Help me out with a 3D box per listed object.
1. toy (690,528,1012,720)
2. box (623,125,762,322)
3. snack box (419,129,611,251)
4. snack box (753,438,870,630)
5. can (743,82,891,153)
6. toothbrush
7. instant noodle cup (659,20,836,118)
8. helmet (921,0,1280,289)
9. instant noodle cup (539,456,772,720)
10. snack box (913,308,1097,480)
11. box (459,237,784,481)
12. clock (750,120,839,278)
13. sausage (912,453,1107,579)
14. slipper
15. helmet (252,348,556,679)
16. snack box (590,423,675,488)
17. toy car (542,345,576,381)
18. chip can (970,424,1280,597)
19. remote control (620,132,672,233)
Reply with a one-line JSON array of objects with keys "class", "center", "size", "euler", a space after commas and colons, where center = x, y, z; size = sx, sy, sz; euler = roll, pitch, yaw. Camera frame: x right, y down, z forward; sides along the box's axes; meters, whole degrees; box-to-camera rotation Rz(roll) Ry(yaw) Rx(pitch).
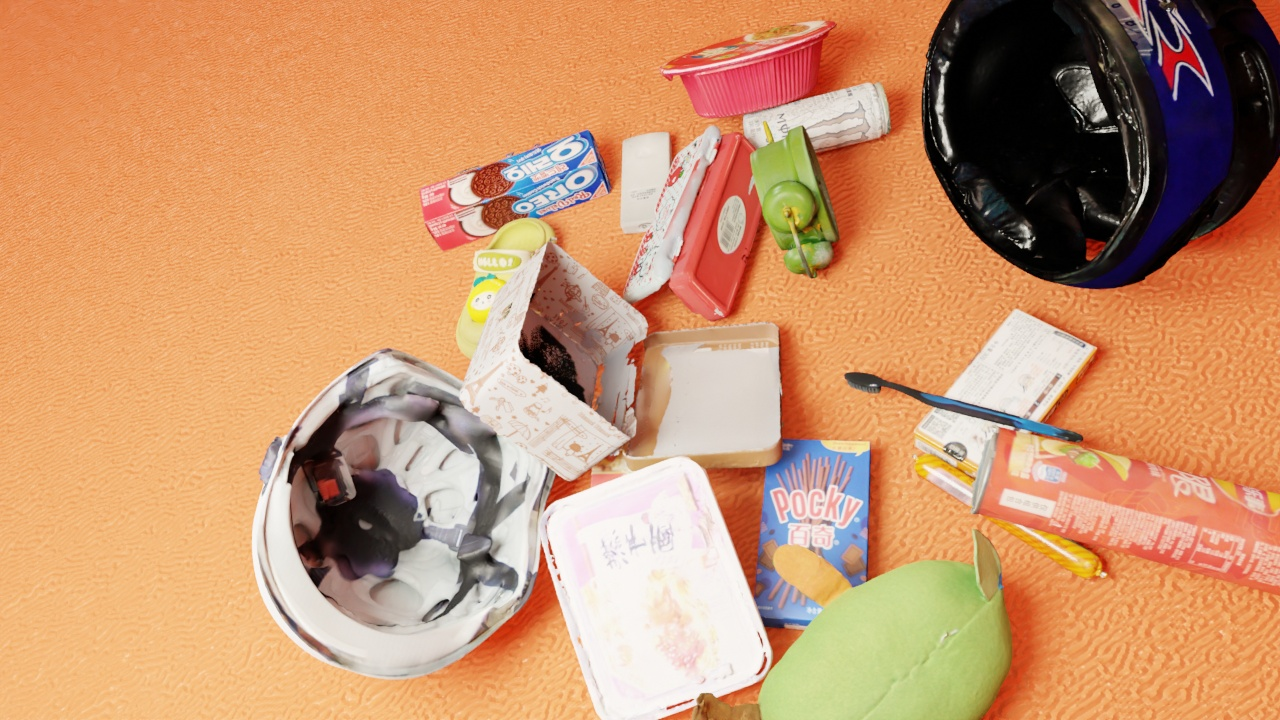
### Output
[{"class": "toy", "center": [0.161, 0.224, 0.626], "size": [0.246, 0.090, 0.227], "euler": [-35, 80, -14]}, {"class": "box", "center": [0.052, -0.135, 0.924], "size": [0.102, 0.095, 0.201], "euler": [-10, 50, 44]}, {"class": "snack box", "center": [-0.140, -0.190, 1.026], "size": [0.207, 0.057, 0.058], "euler": [-19, 56, 3]}, {"class": "snack box", "center": [0.139, 0.136, 0.735], "size": [0.085, 0.026, 0.156], "euler": [0, 57, 16]}, {"class": "can", "center": [0.184, -0.248, 0.967], "size": [0.147, 0.058, 0.058], "euler": [-12, 54, 8]}, {"class": "toothbrush", "center": [0.257, 0.038, 0.745], "size": [0.190, 0.016, 0.014], "euler": [16, 54, 23]}, {"class": "instant noodle cup", "center": [0.121, -0.311, 0.993], "size": [0.194, 0.066, 0.193], "euler": [-14, 22, 6]}, {"class": "helmet", "center": [0.398, -0.202, 0.762], "size": [0.240, 0.248, 0.315], "euler": [-4, 54, -18]}, {"class": "instant noodle cup", "center": [0.011, 0.174, 0.699], "size": [0.138, 0.060, 0.173], "euler": [-21, 74, 4]}, {"class": "snack box", "center": [0.302, 0.029, 0.761], "size": [0.075, 0.026, 0.153], "euler": [34, 71, 32]}, {"class": "box", "center": [-0.011, 0.013, 0.798], "size": [0.272, 0.131, 0.178], "euler": [16, 38, -5]}, {"class": "clock", "center": [0.149, -0.149, 0.877], "size": [0.056, 0.116, 0.161], "euler": [-18, 49, 18]}, {"class": "sausage", "center": [0.280, 0.118, 0.709], "size": [0.165, 0.021, 0.021], "euler": [35, 71, 32]}, {"class": "slipper", "center": [-0.143, -0.086, 0.942], "size": [0.092, 0.082, 0.190], "euler": [-2, 53, 18]}, {"class": "helmet", "center": [-0.205, 0.134, 0.743], "size": [0.146, 0.229, 0.257], "euler": [-34, 31, 47]}, {"class": "snack box", "center": [-0.005, 0.123, 0.788], "size": [0.075, 0.025, 0.152], "euler": [-7, 55, 12]}, {"class": "toy car", "center": [-0.116, 0.023, 0.886], "size": [0.120, 0.037, 0.054], "euler": [-28, 52, -16]}, {"class": "chip can", "center": [0.352, 0.106, 0.650], "size": [0.217, 0.073, 0.073], "euler": [13, 61, 16]}, {"class": "remote control", "center": [0.007, -0.197, 1.009], "size": [0.056, 0.019, 0.134], "euler": [-8, 55, 12]}]
